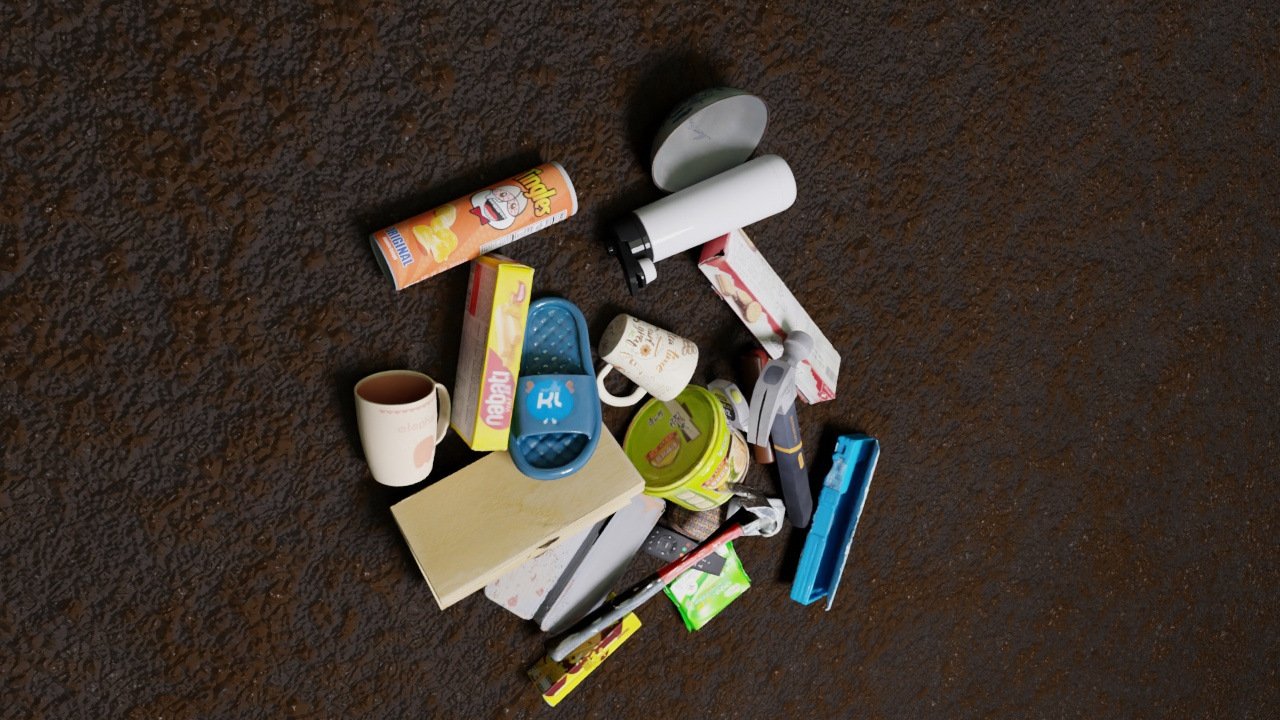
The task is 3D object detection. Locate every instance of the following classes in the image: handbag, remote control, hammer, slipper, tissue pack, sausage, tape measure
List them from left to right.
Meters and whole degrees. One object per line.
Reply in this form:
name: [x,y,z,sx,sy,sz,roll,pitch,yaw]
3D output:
slipper: [-0.092,0.026,1.004,0.103,0.059,0.213,2,69,-9]
hammer: [0.023,0.261,1.114,0.326,0.036,0.140,-33,147,-3]
remote control: [0.052,0.248,1.198,0.124,0.010,0.039,24,91,-10]
tissue pack: [0.089,0.299,1.245,0.114,0.034,0.099,-36,119,-13]
handbag: [0.103,0.143,1.215,0.093,0.043,0.195,27,82,-28]
tape measure: [0.115,0.056,1.171,0.016,0.064,0.065,-31,112,-18]
remote control: [0.157,0.210,1.232,0.133,0.022,0.050,12,88,-52]
sausage: [0.158,0.060,1.199,0.040,0.040,0.155,-14,102,-24]
hammer: [0.197,0.114,1.192,0.139,0.035,0.313,-54,144,-29]

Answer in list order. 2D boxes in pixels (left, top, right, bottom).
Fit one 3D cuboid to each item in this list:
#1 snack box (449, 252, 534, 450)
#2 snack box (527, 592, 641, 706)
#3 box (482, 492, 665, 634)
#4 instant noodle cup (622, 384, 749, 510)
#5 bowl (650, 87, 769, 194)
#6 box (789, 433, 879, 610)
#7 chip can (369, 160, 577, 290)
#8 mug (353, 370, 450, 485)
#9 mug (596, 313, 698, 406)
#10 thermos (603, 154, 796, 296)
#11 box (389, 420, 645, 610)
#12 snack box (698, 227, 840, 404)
snack box: [-0.163,-0.011,0.987,0.042,0.092,0.201,4,102,-29]
snack box: [-0.072,0.363,1.160,0.148,0.061,0.025,-40,118,-13]
box: [-0.079,0.228,1.132,0.157,0.063,0.216,36,86,-20]
instant noodle cup: [0.060,0.112,1.117,0.098,0.146,0.146,39,84,-41]
bowl: [0.069,-0.261,1.044,0.150,0.056,0.151,-24,155,-12]
box: [0.286,0.227,1.295,0.090,0.066,0.243,3,105,-57]
chip can: [-0.172,-0.143,0.962,0.210,0.062,0.062,-27,115,-19]
mug: [-0.247,0.069,0.980,0.111,0.085,0.104,-30,131,-50]
mug: [-0.006,0.006,1.099,0.097,0.081,0.122,29,116,-24]
thermos: [0.073,-0.157,1.056,0.229,0.101,0.069,-24,150,-10]
box: [-0.138,0.158,1.021,0.248,0.149,0.141,-28,87,-19]
snack box: [0.167,-0.057,1.164,0.273,0.044,0.076,47,43,-31]
